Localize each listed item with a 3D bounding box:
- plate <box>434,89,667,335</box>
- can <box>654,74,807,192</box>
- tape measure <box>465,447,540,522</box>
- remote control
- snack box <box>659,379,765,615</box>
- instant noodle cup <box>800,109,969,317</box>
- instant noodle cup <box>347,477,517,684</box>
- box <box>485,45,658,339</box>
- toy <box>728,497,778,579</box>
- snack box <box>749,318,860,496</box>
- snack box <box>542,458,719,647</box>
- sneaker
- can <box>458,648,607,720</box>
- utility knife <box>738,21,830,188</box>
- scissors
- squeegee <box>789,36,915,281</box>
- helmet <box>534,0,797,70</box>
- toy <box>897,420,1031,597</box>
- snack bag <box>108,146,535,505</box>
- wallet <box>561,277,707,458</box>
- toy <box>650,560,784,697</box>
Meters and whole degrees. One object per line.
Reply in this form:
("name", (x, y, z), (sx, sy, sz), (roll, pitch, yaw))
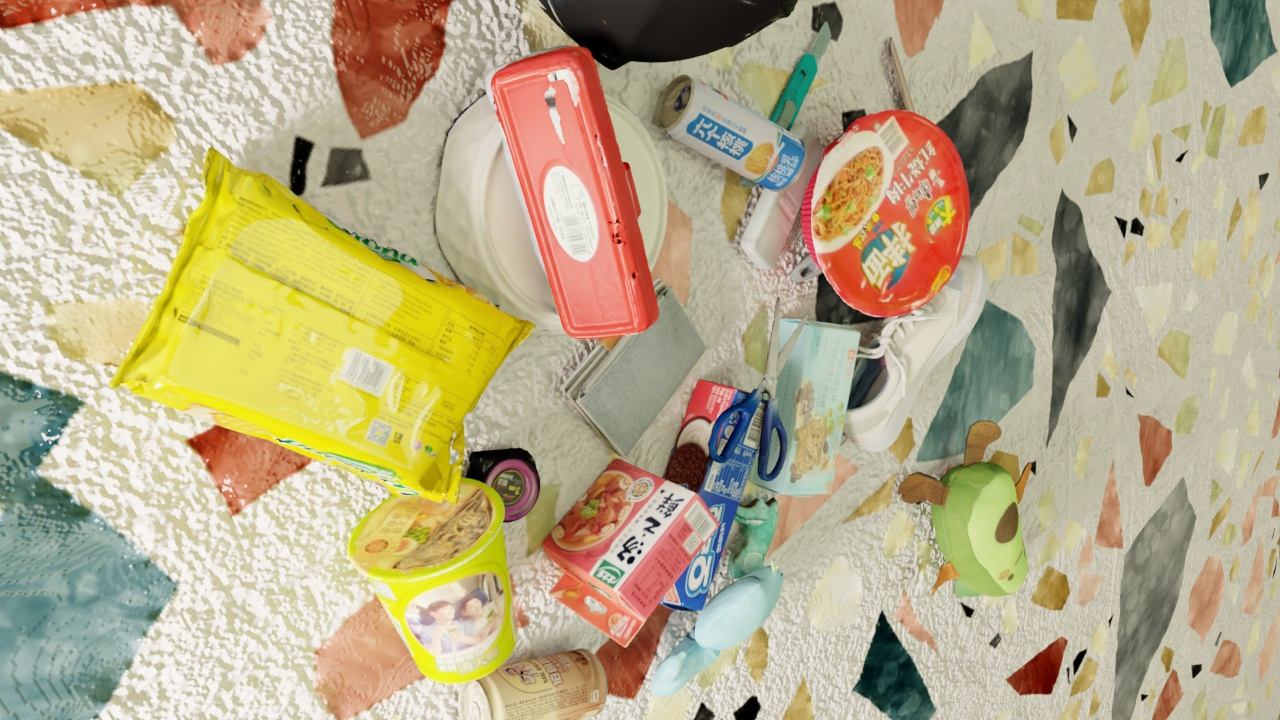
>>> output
("plate", (-0.058, -0.119, 0.716), (0.204, 0.046, 0.205), (-9, 106, -37))
("can", (0.079, -0.195, 0.794), (0.134, 0.053, 0.053), (19, 87, -33))
("tape measure", (-0.110, 0.098, 0.725), (0.057, 0.039, 0.058), (-4, 97, -37))
("remote control", (0.134, -0.155, 0.869), (0.056, 0.020, 0.136), (34, 78, -55))
("snack box", (0.055, 0.125, 0.848), (0.057, 0.058, 0.207), (22, 85, -39))
("instant noodle cup", (0.224, -0.140, 0.881), (0.193, 0.066, 0.194), (-5, 102, -27))
("instant noodle cup", (-0.143, 0.169, 0.678), (0.111, 0.112, 0.123), (-28, 124, -31))
("box", (-0.039, -0.123, 0.664), (0.098, 0.095, 0.201), (-50, 130, -56))
("toy", (0.111, 0.177, 0.922), (0.096, 0.030, 0.092), (28, 78, -41))
("snack box", (0.165, 0.047, 0.921), (0.074, 0.052, 0.175), (5, 97, -38))
("snack box", (-0.017, 0.154, 0.762), (0.127, 0.113, 0.044), (-49, 126, -20))
("sneaker", (0.277, -0.024, 0.978), (0.090, 0.089, 0.242), (38, 82, -32))
("can", (-0.088, 0.281, 0.768), (0.116, 0.059, 0.058), (0, 100, -38))
("utility knife", (0.140, -0.240, 0.865), (0.029, 0.013, 0.186), (33, 79, -38))
("scissors", (0.110, 0.032, 0.829), (0.162, 0.012, 0.162), (-24, 111, -35))
("squeegee", (0.241, -0.159, 0.946), (0.249, 0.040, 0.248), (-44, 123, -22))
("helmet", (0.001, -0.326, 0.603), (0.274, 0.231, 0.232), (38, 45, -34))
("toy", (0.416, 0.199, 1.128), (0.226, 0.090, 0.247), (-40, 118, -17))
("snack bag", (-0.198, -0.008, 0.605), (0.246, 0.068, 0.158), (29, 81, -34))
("wallet", (-0.005, 0.005, 0.790), (0.129, 0.037, 0.106), (-52, 136, -17))
("toy", (0.078, 0.249, 0.867), (0.161, 0.050, 0.157), (-17, 149, -52))
